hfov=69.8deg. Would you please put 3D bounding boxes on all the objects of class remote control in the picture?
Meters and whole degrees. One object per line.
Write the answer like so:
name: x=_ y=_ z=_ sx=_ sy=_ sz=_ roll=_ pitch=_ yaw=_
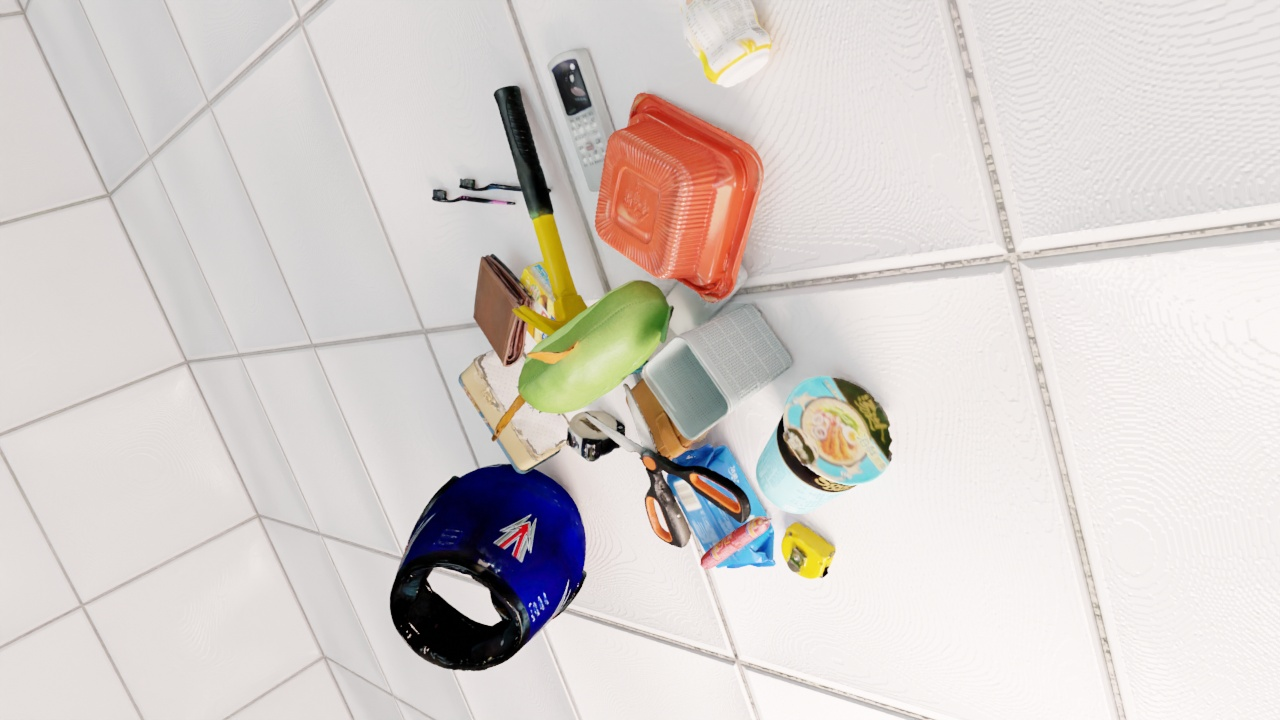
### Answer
remote control: x=0.064 y=-0.072 z=0.964 sx=0.056 sy=0.020 sz=0.136 roll=54 pitch=143 yaw=12
remote control: x=-0.057 y=-0.256 z=0.986 sx=0.058 sy=0.021 sz=0.150 roll=-3 pitch=111 yaw=50

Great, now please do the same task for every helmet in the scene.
helmet: x=-0.212 y=0.285 z=1.331 sx=0.247 sy=0.239 sz=0.317 roll=37 pitch=133 yaw=-4

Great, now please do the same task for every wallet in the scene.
wallet: x=0.032 y=0.057 z=1.059 sx=0.132 sy=0.031 sz=0.107 roll=-45 pitch=59 yaw=53
wallet: x=-0.184 y=-0.066 z=1.202 sx=0.101 sy=0.032 sz=0.125 roll=50 pitch=142 yaw=27

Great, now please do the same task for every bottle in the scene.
bottle: x=0.065 y=-0.292 z=0.783 sx=0.063 sy=0.063 sz=0.108 roll=-29 pitch=91 yaw=53

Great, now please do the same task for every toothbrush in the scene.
toothbrush: x=-0.174 y=-0.219 z=1.155 sx=0.190 sy=0.014 sz=0.016 roll=13 pitch=99 yaw=44
toothbrush: x=-0.224 y=-0.216 z=1.216 sx=0.189 sy=0.014 sz=0.018 roll=13 pitch=110 yaw=44

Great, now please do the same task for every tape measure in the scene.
tape measure: x=-0.061 y=0.095 z=1.182 sx=0.066 sy=0.065 sz=0.034 roll=29 pitch=129 yaw=32
tape measure: x=0.180 y=0.213 z=1.006 sx=0.060 sy=0.028 sz=0.057 roll=36 pitch=137 yaw=30

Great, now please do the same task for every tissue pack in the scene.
tissue pack: x=0.095 y=0.170 z=1.059 sx=0.095 sy=0.052 sz=0.157 roll=-28 pitch=91 yaw=55

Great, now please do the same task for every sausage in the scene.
sausage: x=0.102 y=0.200 z=1.009 sx=0.020 sy=0.020 sz=0.156 roll=53 pitch=143 yaw=11

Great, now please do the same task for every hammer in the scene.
hammer: x=-0.114 y=-0.168 z=1.059 sx=0.033 sy=0.128 sz=0.300 roll=-15 pitch=91 yaw=55

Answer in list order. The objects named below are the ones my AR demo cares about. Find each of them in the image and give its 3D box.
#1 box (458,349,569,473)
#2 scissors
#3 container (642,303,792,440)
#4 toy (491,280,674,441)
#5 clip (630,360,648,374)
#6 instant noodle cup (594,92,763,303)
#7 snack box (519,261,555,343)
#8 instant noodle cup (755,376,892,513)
box: x=-0.168 y=0.069 z=1.272 sx=0.062 sy=0.089 sz=0.184 roll=-36 pitch=83 yaw=47
scissors: x=0.028 y=0.126 z=1.027 sx=0.235 sy=0.021 sz=0.221 roll=23 pitch=135 yaw=32
container: x=0.080 y=0.007 z=0.921 sx=0.090 sy=0.111 sz=0.090 roll=55 pitch=142 yaw=7
toy: x=-0.059 y=-0.004 z=0.998 sx=0.247 sy=0.226 sz=0.090 roll=-37 pitch=81 yaw=23
clip: x=-0.007 y=0.005 z=1.104 sx=0.054 sy=0.013 sz=0.034 roll=12 pitch=123 yaw=48
instant noodle cup: x=0.024 y=-0.155 z=0.896 sx=0.189 sy=0.078 sz=0.165 roll=37 pitch=130 yaw=36
snack box: x=-0.108 y=-0.047 z=1.172 sx=0.140 sy=0.033 sz=0.087 roll=53 pitch=143 yaw=15
instant noodle cup: x=0.166 y=0.091 z=0.888 sx=0.111 sy=0.111 sz=0.121 roll=50 pitch=149 yaw=14
